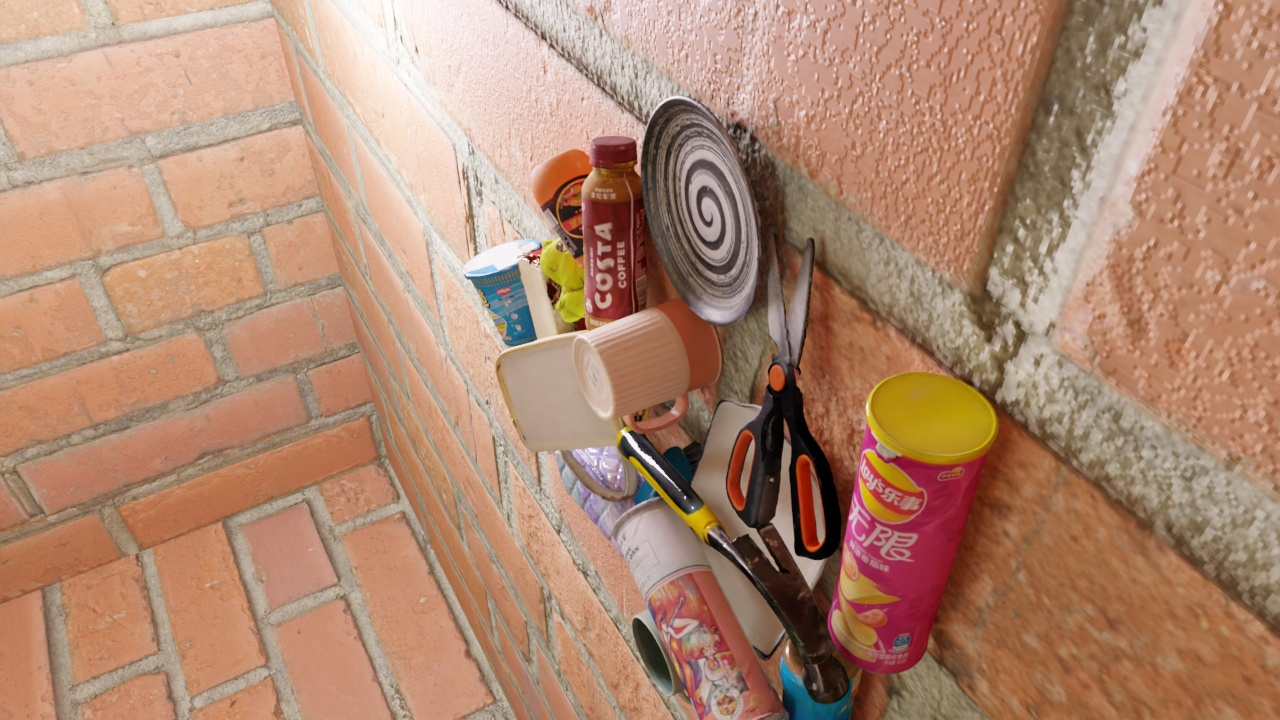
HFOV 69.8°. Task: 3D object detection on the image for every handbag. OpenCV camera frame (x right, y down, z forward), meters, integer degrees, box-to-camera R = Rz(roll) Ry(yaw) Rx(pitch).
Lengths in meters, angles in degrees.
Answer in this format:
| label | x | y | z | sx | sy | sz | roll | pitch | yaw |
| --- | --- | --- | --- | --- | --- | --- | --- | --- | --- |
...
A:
| label | x | y | z | sx | sy | sz | roll | pitch | yaw |
| --- | --- | --- | --- | --- | --- | --- | --- | --- | --- |
| handbag | -0.028 | 0.147 | 1.045 | 0.194 | 0.075 | 0.134 | 40 | 147 | 52 |
| handbag | -0.058 | 0.058 | 0.938 | 0.164 | 0.063 | 0.179 | -10 | 98 | 44 |

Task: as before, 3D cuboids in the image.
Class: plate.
| label | x | y | z | sx | sy | sz | roll | pitch | yaw |
| --- | --- | --- | --- | --- | --- | --- | --- | --- | --- |
| plate | 0.049 | -0.114 | 0.701 | 0.179 | 0.024 | 0.180 | 50 | 150 | 43 |
| plate | 0.101 | 0.142 | 0.775 | 0.162 | 0.034 | 0.266 | 56 | 150 | 34 |

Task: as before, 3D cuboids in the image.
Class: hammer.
| label | x | y | z | sx | sy | sz | roll | pitch | yaw |
| --- | --- | --- | --- | --- | --- | --- | --- | --- | --- |
| hammer | 0.052 | 0.126 | 0.728 | 0.323 | 0.032 | 0.126 | 41 | 157 | 60 |

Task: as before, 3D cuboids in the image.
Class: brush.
| label | x | y | z | sx | sy | sz | roll | pitch | yaw |
| --- | --- | --- | --- | --- | --- | --- | --- | --- | --- |
| brush | 0.030 | 0.140 | 0.905 | 0.144 | 0.073 | 0.055 | 94 | 155 | -46 |

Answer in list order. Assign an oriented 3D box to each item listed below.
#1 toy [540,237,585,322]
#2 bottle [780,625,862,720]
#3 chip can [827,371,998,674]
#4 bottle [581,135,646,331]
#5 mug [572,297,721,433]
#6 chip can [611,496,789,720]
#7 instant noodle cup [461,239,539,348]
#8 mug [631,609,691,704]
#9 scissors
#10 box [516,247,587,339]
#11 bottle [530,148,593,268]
| label | x | y | z | sx | sy | sz | roll | pitch | yaw |
| --- | --- | --- | --- | --- | --- | --- | --- | --- | --- |
| toy | -0.058 | -0.087 | 0.926 | 0.031 | 0.097 | 0.100 | 21 | -103 | -75 |
| bottle | 0.150 | 0.321 | 0.795 | 0.065 | 0.065 | 0.219 | 44 | 147 | 46 |
| chip can | 0.164 | 0.109 | 0.574 | 0.071 | 0.071 | 0.211 | 48 | 150 | 43 |
| bottle | -0.023 | -0.109 | 0.818 | 0.057 | 0.057 | 0.175 | 38 | 134 | 52 |
| mug | 0.006 | 0.012 | 0.806 | 0.081 | 0.105 | 0.115 | 40 | 143 | 51 |
| chip can | 0.048 | 0.225 | 0.796 | 0.071 | 0.071 | 0.214 | 98 | 150 | -50 |
| instant noodle cup | -0.152 | -0.078 | 1.122 | 0.099 | 0.099 | 0.110 | 32 | 146 | 56 |
| mug | 0.060 | 0.284 | 0.916 | 0.082 | 0.106 | 0.112 | 7 | 115 | 64 |
| scissors | 0.108 | 0.033 | 0.636 | 0.197 | 0.021 | 0.228 | 60 | 144 | 40 |
| box | -0.085 | -0.038 | 1.012 | 0.091 | 0.076 | 0.168 | 31 | 137 | 58 |
| bottle | -0.050 | -0.125 | 0.882 | 0.149 | 0.066 | 0.067 | 64 | 158 | -6 |
